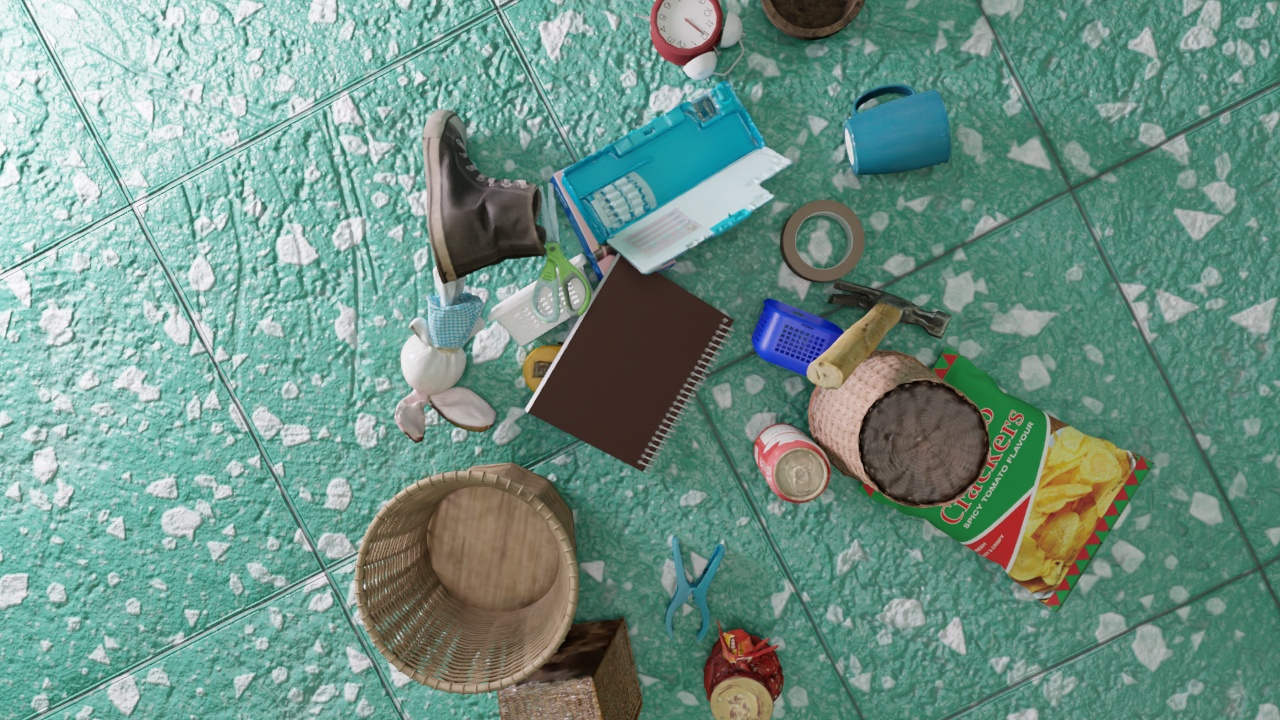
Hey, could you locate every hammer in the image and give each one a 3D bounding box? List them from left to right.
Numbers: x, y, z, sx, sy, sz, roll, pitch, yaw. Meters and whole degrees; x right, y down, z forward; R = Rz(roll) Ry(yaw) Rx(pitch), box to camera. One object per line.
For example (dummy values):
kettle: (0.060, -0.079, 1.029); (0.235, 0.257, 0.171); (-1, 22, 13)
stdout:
hammer: (0.228, -0.027, 0.936); (0.132, 0.329, 0.033); (25, 113, 18)

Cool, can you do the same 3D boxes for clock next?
clock: (0.061, -0.380, 1.056); (0.124, 0.044, 0.087); (39, 93, 1)

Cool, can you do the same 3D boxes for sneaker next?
sneaker: (-0.173, -0.193, 1.014); (0.120, 0.095, 0.234); (-10, 51, -4)

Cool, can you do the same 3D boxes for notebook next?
notebook: (-0.006, 0.006, 1.057); (0.171, 0.022, 0.209); (30, 93, -22)

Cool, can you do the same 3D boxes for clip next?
clip: (0.046, 0.273, 1.095); (0.113, 0.028, 0.127); (-1, 92, 4)

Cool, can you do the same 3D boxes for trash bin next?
trash bin: (0.259, 0.066, 0.938); (0.151, 0.210, 0.151); (0, 92, 4)

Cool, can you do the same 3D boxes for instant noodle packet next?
instant noodle packet: (0.410, 0.133, 1.043); (0.253, 0.090, 0.195); (31, 94, 12)

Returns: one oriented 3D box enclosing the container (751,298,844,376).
container: (0.174, -0.024, 1.035); (0.096, 0.114, 0.058); (21, 101, 1)

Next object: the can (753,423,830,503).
can: (0.165, 0.111, 1.011); (0.067, 0.170, 0.067); (0, 93, 2)

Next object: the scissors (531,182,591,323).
scissors: (-0.092, -0.124, 1.018); (0.072, 0.033, 0.175); (-13, 73, 13)

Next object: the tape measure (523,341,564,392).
tape measure: (-0.109, 0.011, 1.086); (0.059, 0.030, 0.068); (2, 92, -1)

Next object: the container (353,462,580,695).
container: (-0.173, 0.221, 1.013); (0.227, 0.196, 0.227); (0, 92, 1)

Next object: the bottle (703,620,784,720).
bottle: (0.117, 0.358, 1.055); (0.099, 0.111, 0.099); (2, 102, 8)

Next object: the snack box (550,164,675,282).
snack box: (-0.032, -0.161, 1.062); (0.088, 0.033, 0.154); (-26, 92, -15)

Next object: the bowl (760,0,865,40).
bowl: (0.193, -0.421, 1.044); (0.121, 0.056, 0.121); (0, 92, 2)

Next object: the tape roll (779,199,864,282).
tape roll: (0.211, -0.138, 1.069); (0.094, 0.030, 0.093); (0, 92, 2)

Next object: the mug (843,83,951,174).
mug: (0.285, -0.265, 1.044); (0.104, 0.084, 0.112); (-13, 64, 8)

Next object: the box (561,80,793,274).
box: (0.049, -0.196, 1.027); (0.227, 0.074, 0.180); (-32, 69, -12)

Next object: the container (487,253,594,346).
container: (-0.108, -0.067, 1.060); (0.129, 0.080, 0.049); (-31, 102, 3)

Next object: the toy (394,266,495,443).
toy: (-0.237, -0.019, 1.048); (0.106, 0.130, 0.205); (22, 112, 39)

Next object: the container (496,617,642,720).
container: (-0.074, 0.374, 1.016); (0.114, 0.198, 0.113); (-10, 93, 9)
